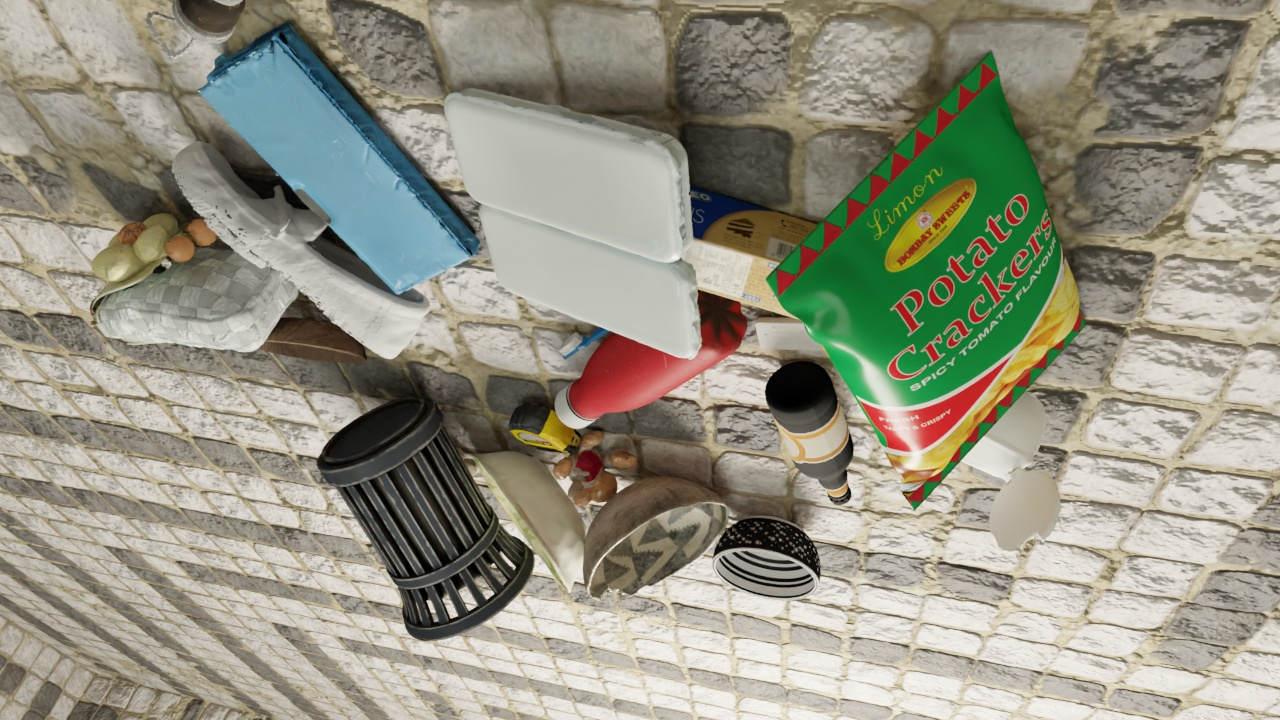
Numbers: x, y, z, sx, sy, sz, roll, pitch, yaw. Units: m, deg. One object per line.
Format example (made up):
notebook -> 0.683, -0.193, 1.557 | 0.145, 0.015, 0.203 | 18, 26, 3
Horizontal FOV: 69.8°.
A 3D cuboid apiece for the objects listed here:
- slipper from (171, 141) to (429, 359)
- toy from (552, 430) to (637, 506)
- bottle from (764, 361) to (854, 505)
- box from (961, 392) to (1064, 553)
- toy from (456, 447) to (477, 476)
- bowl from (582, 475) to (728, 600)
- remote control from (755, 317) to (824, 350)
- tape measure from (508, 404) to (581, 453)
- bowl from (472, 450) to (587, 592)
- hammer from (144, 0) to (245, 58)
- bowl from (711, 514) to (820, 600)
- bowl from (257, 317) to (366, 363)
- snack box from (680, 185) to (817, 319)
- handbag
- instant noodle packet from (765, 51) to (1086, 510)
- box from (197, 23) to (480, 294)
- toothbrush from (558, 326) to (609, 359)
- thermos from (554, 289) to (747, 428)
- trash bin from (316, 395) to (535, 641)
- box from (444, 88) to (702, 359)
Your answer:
slipper -> -0.292, -0.099, 0.803 | 0.246, 0.074, 0.112 | 40, 177, -23
toy -> -0.054, 0.133, 1.007 | 0.074, 0.085, 0.106 | 34, 157, 14
bottle -> 0.168, 0.079, 0.856 | 0.059, 0.059, 0.182 | -3, 139, 26
box -> 0.264, 0.070, 0.730 | 0.106, 0.150, 0.081 | 23, 132, -12
toy -> -0.251, 0.136, 1.120 | 0.115, 0.046, 0.092 | -22, 124, 31
bowl -> 0.005, 0.181, 1.014 | 0.178, 0.081, 0.179 | -24, 149, -15
remote control -> 0.162, -0.023, 0.764 | 0.131, 0.012, 0.033 | 1, 139, 21
tape measure -> -0.104, 0.071, 0.976 | 0.066, 0.037, 0.064 | -2, 147, 46
bowl -> -0.115, 0.170, 1.049 | 0.188, 0.060, 0.219 | 58, 166, -13
hammer -> -0.220, -0.270, 0.542 | 0.177, 0.079, 0.327 | 37, 140, -25
bowl -> 0.145, 0.213, 1.036 | 0.120, 0.066, 0.120 | 11, 144, 8
bowl -> -0.338, -0.022, 0.935 | 0.118, 0.030, 0.118 | 6, 171, 1
snack box -> 0.085, -0.079, 0.688 | 0.207, 0.057, 0.056 | 18, 143, 2
handbag -> -0.419, -0.076, 0.859 | 0.172, 0.112, 0.123 | 6, 135, 15
instant noodle packet -> 0.204, -0.036, 0.607 | 0.253, 0.195, 0.090 | 50, 172, -37
box -> -0.233, -0.149, 0.731 | 0.093, 0.052, 0.231 | -10, 136, 31
toothbrush -> -0.030, -0.034, 0.812 | 0.014, 0.016, 0.167 | 38, 146, -15
thermos -> -0.005, 0.005, 0.819 | 0.073, 0.073, 0.241 | 32, 142, -19
trash bin -> -0.241, 0.167, 1.020 | 0.165, 0.163, 0.227 | -10, 115, 33
box -> -0.049, -0.097, 0.671 | 0.209, 0.037, 0.189 | 23, 137, 29
